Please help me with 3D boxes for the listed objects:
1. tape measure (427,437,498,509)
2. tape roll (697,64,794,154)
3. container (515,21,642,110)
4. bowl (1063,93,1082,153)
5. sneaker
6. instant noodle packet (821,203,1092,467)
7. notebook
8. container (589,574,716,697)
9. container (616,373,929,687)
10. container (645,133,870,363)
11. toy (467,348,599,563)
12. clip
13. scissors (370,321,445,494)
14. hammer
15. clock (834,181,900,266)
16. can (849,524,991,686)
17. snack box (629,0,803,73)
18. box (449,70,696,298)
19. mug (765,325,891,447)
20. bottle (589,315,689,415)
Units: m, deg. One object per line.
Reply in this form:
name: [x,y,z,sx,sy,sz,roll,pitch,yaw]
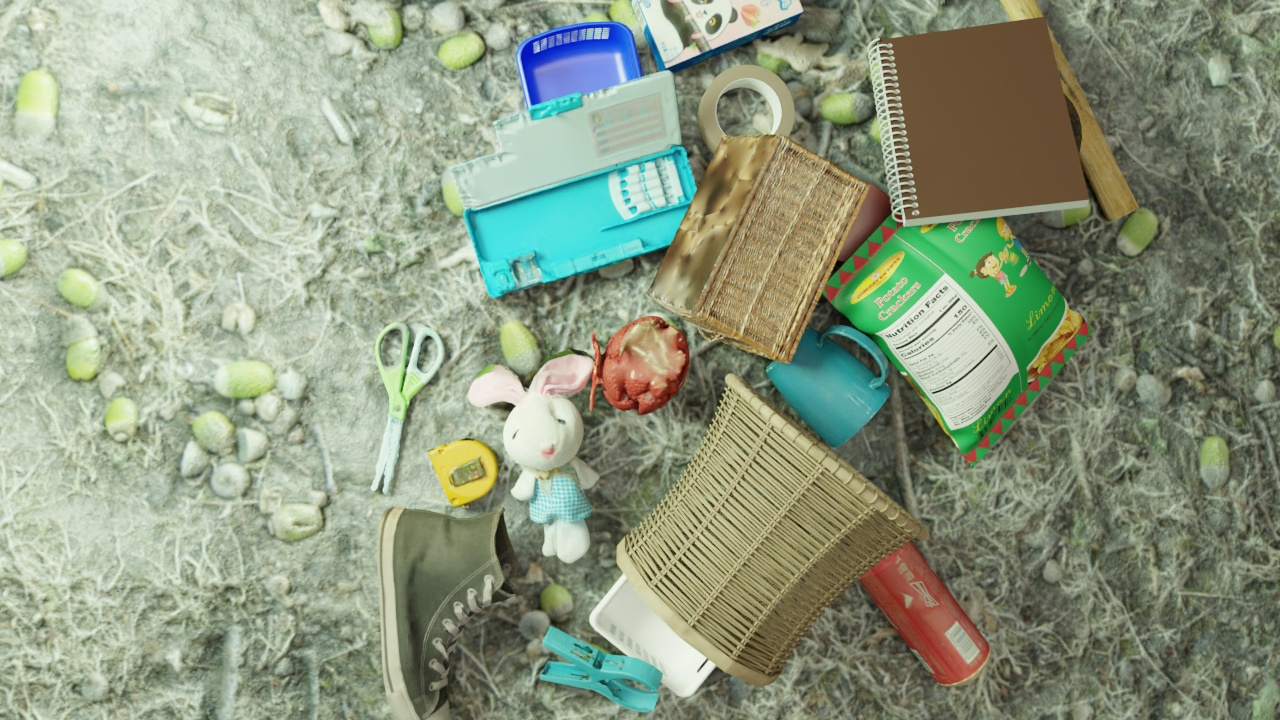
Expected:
tape measure: [-0.170,0.109,0.907,0.059,0.030,0.068,-22,94,-2]
tape roll: [0.106,-0.246,0.921,0.093,0.030,0.093,0,91,-5]
container: [-0.058,-0.270,0.893,0.114,0.058,0.096,-13,92,-5]
bowl: [0.375,-0.219,0.930,0.121,0.056,0.121,0,90,11]
sneaker: [-0.177,0.255,0.876,0.120,0.095,0.234,-4,83,4]
instant noodle packet: [0.320,-0.049,0.911,0.195,0.090,0.252,-46,105,-7]
notebook: [0.318,-0.232,0.883,0.172,0.022,0.208,-5,68,9]
container: [0.019,0.263,0.916,0.129,0.049,0.080,40,88,-5]
container: [0.111,0.158,0.845,0.227,0.227,0.196,38,95,-5]
container: [0.107,-0.109,0.864,0.112,0.114,0.198,25,91,-27]
toy: [-0.093,0.096,0.877,0.131,0.105,0.205,-10,91,-2]
clip: [-0.037,0.292,0.886,0.127,0.028,0.113,23,130,6]
scissors: [-0.244,0.048,0.909,0.072,0.033,0.175,14,87,-9]
hammer: [0.426,-0.296,0.949,0.132,0.033,0.330,-29,94,-5]
clock: [0.220,-0.133,0.927,0.124,0.044,0.087,23,89,-5]
can: [0.281,0.248,0.930,0.067,0.067,0.170,-38,94,-3]
snack box: [0.076,-0.355,0.916,0.154,0.033,0.088,-24,94,-4]
box: [-0.062,-0.170,0.888,0.227,0.074,0.181,-17,117,-4]
mug: [0.189,0.013,0.900,0.104,0.112,0.084,43,45,3]
bottle: [-0.005,0.005,0.874,0.099,0.111,0.099,1,87,-10]
